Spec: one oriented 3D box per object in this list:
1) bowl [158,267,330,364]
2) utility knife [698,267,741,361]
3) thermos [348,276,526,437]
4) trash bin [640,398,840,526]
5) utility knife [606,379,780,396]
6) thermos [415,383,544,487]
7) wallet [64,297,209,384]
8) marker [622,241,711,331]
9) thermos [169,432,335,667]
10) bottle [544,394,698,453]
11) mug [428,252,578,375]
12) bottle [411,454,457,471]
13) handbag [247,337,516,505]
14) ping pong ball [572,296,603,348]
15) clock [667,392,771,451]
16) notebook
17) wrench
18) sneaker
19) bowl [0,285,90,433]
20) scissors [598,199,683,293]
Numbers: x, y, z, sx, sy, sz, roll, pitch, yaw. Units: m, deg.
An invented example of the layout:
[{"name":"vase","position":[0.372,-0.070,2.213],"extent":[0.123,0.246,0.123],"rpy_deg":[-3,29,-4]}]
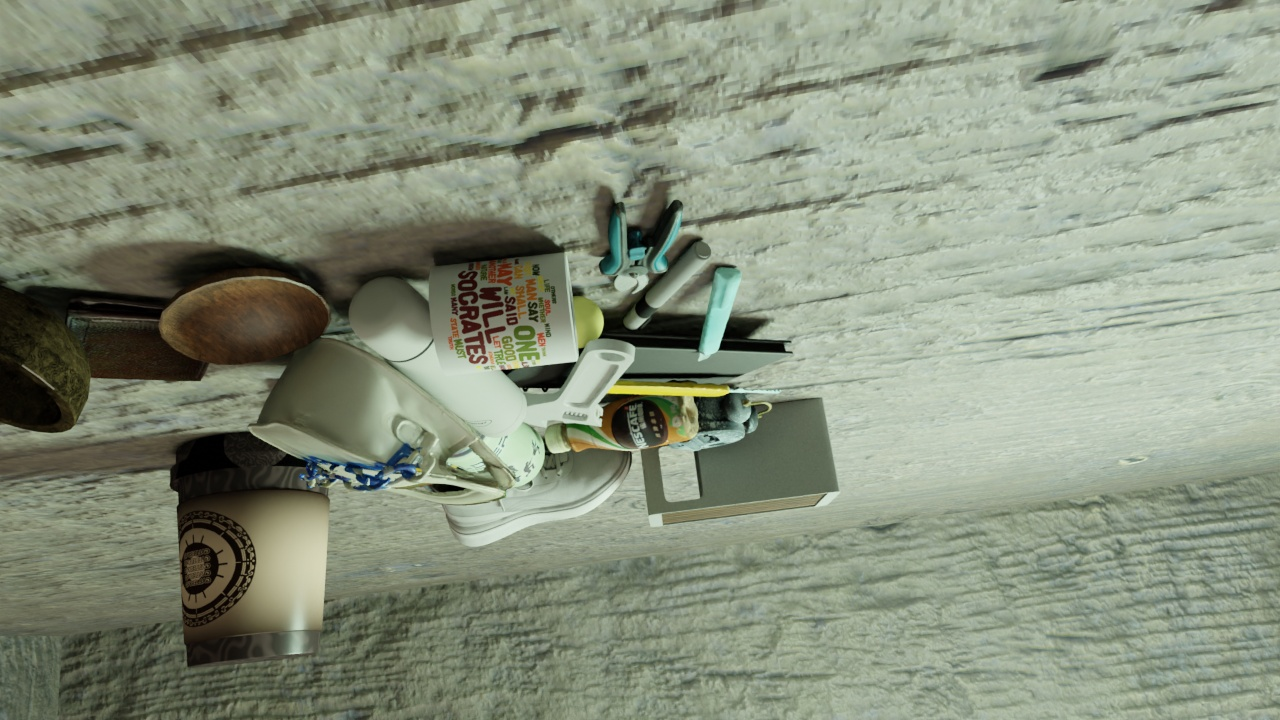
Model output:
[{"name":"bowl","position":[-0.264,-0.035,0.614],"extent":[0.102,0.026,0.114],"rpy_deg":[-20,159,-4]},{"name":"utility knife","position":[0.060,-0.032,0.730],"extent":[0.022,0.015,0.120],"rpy_deg":[-8,146,-13]},{"name":"thermos","position":[-0.151,0.003,0.712],"extent":[0.052,0.052,0.224],"rpy_deg":[-10,156,10]},{"name":"trash bin","position":[0.118,0.130,1.146],"extent":[0.229,0.114,0.114],"rpy_deg":[-7,163,0]},{"name":"utility knife","position":[0.042,0.028,0.869],"extent":[0.206,0.018,0.030],"rpy_deg":[6,169,-19]},{"name":"thermos","position":[-0.162,0.072,0.925],"extent":[0.082,0.082,0.231],"rpy_deg":[-10,162,8]},{"name":"wallet","position":[-0.359,-0.011,0.659],"extent":[0.099,0.031,0.120],"rpy_deg":[3,157,-35]},{"name":"marker","position":[0.018,-0.054,0.692],"extent":[0.016,0.016,0.141],"rpy_deg":[0,161,-23]},{"name":"thermos","position":[-0.418,0.208,0.995],"extent":[0.172,0.226,0.173],"rpy_deg":[-6,163,-2]},{"name":"bottle","position":[-0.023,0.071,0.996],"extent":[0.167,0.059,0.059],"rpy_deg":[-12,162,17]},{"name":"mug","position":[-0.092,-0.034,0.637],"extent":[0.089,0.073,0.105],"rpy_deg":[-7,-172,-2]},{"name":"bottle","position":[-0.263,0.084,0.957],"extent":[0.053,0.053,0.186],"rpy_deg":[-15,160,24]},{"name":"handbag","position":[-0.203,0.075,0.729],"extent":[0.199,0.092,0.201],"rpy_deg":[34,158,-22]},{"name":"ping pong ball","position":[-0.048,-0.029,0.702],"extent":[0.040,0.040,0.040],"rpy_deg":[-6,163,-2]},{"name":"clock","position":[0.085,0.067,1.039],"extent":[0.129,0.052,0.090],"rpy_deg":[-11,162,15]},{"name":"notebook","position":[-0.005,0.005,0.838],"extent":[0.231,0.019,0.170],"rpy_deg":[2,166,-26]},{"name":"wrench","position":[-0.059,0.023,0.787],"extent":[0.086,0.018,0.274],"rpy_deg":[9,163,-10]},{"name":"sneaker","position":[-0.143,0.141,1.148],"extent":[0.263,0.096,0.129],"rpy_deg":[-20,137,10]},{"name":"bowl","position":[-0.401,-0.011,0.576],"extent":[0.121,0.056,0.121],"rpy_deg":[11,145,7]},{"name":"scissors","position":[-0.006,-0.074,0.618],"extent":[0.132,0.019,0.148],"rpy_deg":[-18,161,37]}]
